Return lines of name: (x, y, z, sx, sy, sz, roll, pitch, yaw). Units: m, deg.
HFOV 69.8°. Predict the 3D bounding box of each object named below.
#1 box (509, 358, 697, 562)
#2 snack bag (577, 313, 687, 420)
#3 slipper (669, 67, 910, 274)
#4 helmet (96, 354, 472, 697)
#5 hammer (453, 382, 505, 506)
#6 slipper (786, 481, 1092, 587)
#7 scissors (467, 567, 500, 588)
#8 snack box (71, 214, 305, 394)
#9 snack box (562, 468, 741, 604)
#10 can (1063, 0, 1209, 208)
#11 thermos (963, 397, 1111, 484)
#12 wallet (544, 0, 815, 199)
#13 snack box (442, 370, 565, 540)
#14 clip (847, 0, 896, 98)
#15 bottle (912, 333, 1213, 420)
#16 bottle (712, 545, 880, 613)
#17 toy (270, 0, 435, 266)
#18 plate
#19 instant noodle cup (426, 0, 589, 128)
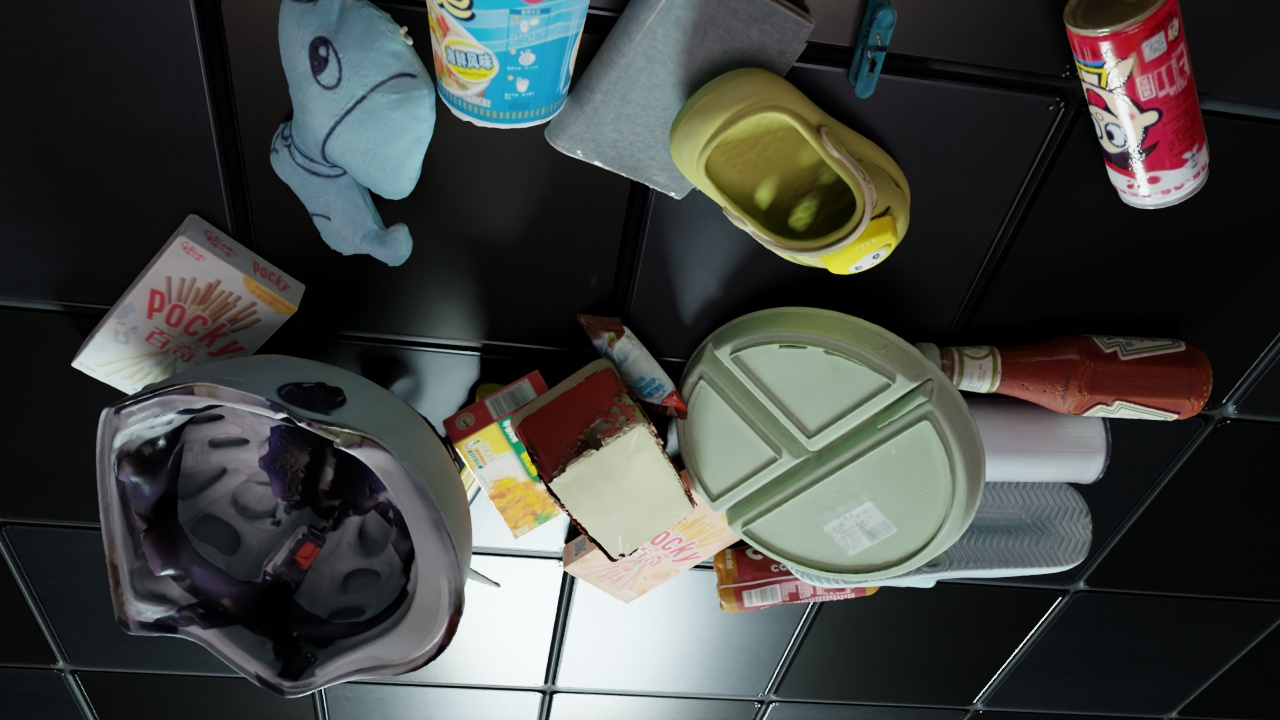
box: (-0.016, 0.083, 0.668, 0.091, 0.077, 0.168, -33, 145, -3)
snack bag: (-0.004, 0.004, 0.661, 0.048, 0.026, 0.104, 11, 150, 46)
slipper: (0.094, -0.091, 0.528, 0.092, 0.081, 0.190, -36, 141, 28)
helmet: (-0.226, 0.097, 0.633, 0.259, 0.145, 0.229, 9, 114, 4)
hammer: (-0.170, 0.136, 0.780, 0.126, 0.031, 0.324, 20, 128, -20)
slipper: (0.238, 0.136, 0.755, 0.245, 0.104, 0.074, -2, 160, 6)
scissors: (-0.213, 0.124, 0.738, 0.230, 0.021, 0.221, 22, 118, 1)
snack box: (-0.311, -0.024, 0.629, 0.157, 0.026, 0.084, -36, 125, 28)
snack box: (0.013, 0.158, 0.811, 0.158, 0.026, 0.084, -36, 125, 27)
can: (0.284, -0.150, 0.520, 0.053, 0.053, 0.133, -25, 129, 19)
thermos: (0.234, 0.061, 0.707, 0.224, 0.073, 0.073, 1, 133, -3)
wallet: (0.023, -0.157, 0.512, 0.106, 0.037, 0.130, 16, 133, -32)
snack box: (-0.087, 0.076, 0.694, 0.077, 0.027, 0.156, -29, 144, -9)
clip: (0.129, -0.175, 0.513, 0.014, 0.046, 0.057, 0, 136, -6)
bottle: (0.300, 0.009, 0.667, 0.206, 0.059, 0.060, 3, 133, -1)
bottle: (0.155, 0.188, 0.823, 0.175, 0.057, 0.057, -9, 133, 5)
toy: (-0.160, -0.130, 0.508, 0.157, 0.049, 0.161, -14, 112, 37)
plate: (0.125, 0.068, 0.658, 0.230, 0.027, 0.231, 17, 128, 23)
instant noodle cup: (-0.067, -0.181, 0.456, 0.099, 0.099, 0.110, 5, 141, -8)
